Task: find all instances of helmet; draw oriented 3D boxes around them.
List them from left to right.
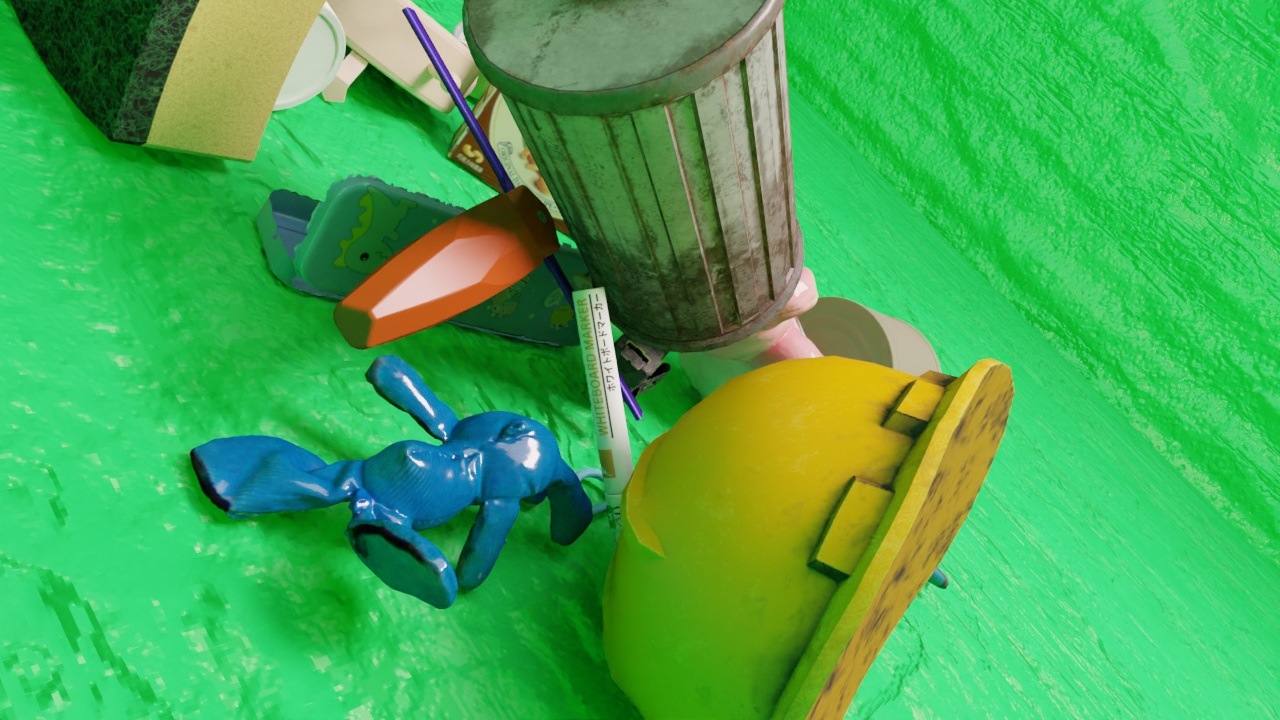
[{"bbox_3d":[0.062,0.077,0.419,0.131,0.206,0.254,26,33,24],"label":"helmet"}]

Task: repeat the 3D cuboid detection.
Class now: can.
[{"bbox_3d":[0.155,0.019,0.704,0.073,0.128,0.127,16,35,-45],"label":"can"}]

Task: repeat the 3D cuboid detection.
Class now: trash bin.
[{"bbox_3d":[0.010,-0.108,0.431,0.130,0.131,0.211,59,-4,31],"label":"trash bin"}]

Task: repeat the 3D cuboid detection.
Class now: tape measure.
[{"bbox_3d":[-0.003,0.003,0.568,0.036,0.066,0.058,43,48,1],"label":"tape measure"}]

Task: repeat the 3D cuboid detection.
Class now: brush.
[{"bbox_3d":[-0.208,-0.245,0.436,0.195,0.251,0.075,55,27,17],"label":"brush"}]

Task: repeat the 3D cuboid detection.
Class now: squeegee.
[{"bbox_3d":[-0.076,-0.048,0.418,0.249,0.055,0.184,61,28,-11],"label":"squeegee"}]

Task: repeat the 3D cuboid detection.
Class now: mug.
[{"bbox_3d":[-0.238,-0.216,0.551,0.105,0.082,0.082,53,26,20],"label":"mug"}]

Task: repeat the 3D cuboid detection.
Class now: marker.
[{"bbox_3d":[-0.014,0.037,0.451,0.017,0.017,0.145,-23,105,-64],"label":"marker"}]

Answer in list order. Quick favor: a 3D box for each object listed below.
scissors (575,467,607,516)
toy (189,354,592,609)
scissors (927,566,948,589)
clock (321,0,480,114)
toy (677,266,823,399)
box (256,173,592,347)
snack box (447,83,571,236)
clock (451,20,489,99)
[{"bbox_3d":[0.005,0.076,0.515,0.119,0.015,0.138,29,30,-19],"label":"scissors"},{"bbox_3d":[-0.074,0.055,0.375,0.113,0.071,0.176,44,22,30],"label":"toy"},{"bbox_3d":[0.174,0.122,0.689,0.131,0.019,0.149,22,22,-46],"label":"scissors"},{"bbox_3d":[-0.189,-0.236,0.684,0.131,0.086,0.160,37,15,-15],"label":"clock"},{"bbox_3d":[0.067,-0.018,0.617,0.142,0.084,0.213,53,-5,30],"label":"toy"},{"bbox_3d":[-0.098,-0.061,0.516,0.210,0.079,0.072,12,41,-48],"label":"box"},{"bbox_3d":[-0.046,-0.177,0.699,0.143,0.147,0.041,32,27,-25],"label":"snack box"},{"bbox_3d":[-0.125,-0.273,0.818,0.094,0.043,0.119,27,49,10],"label":"clock"}]
